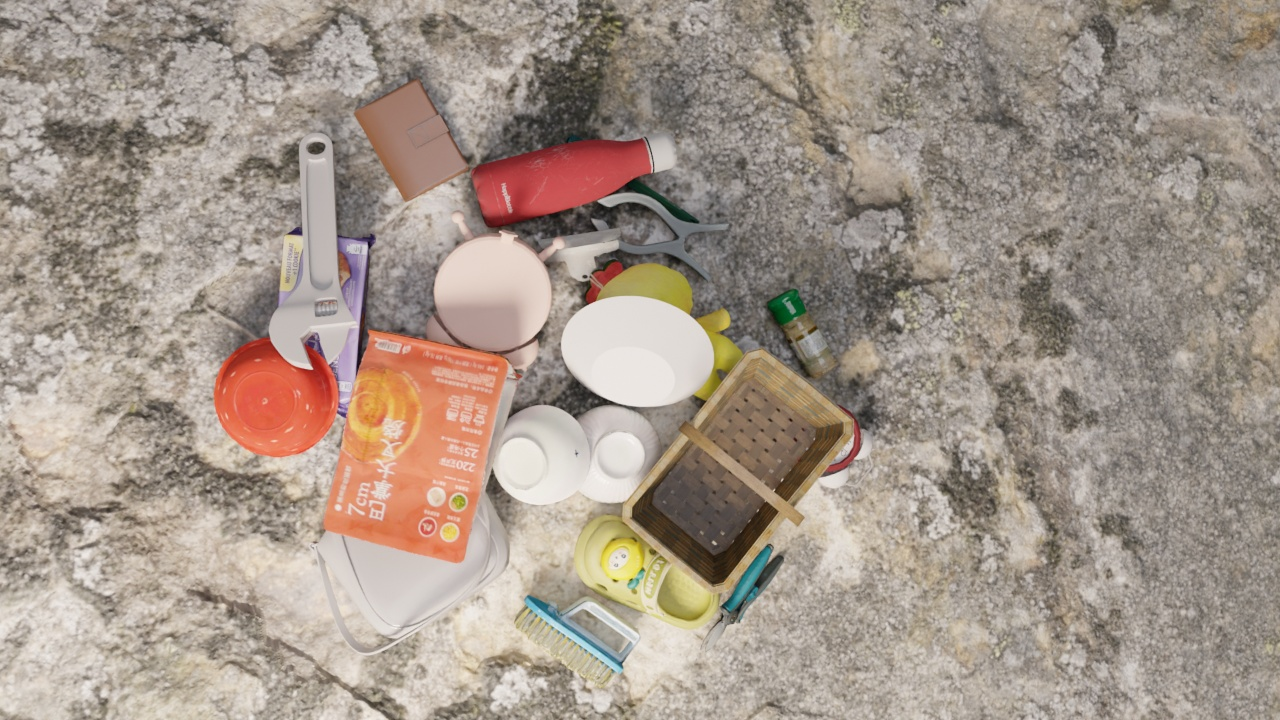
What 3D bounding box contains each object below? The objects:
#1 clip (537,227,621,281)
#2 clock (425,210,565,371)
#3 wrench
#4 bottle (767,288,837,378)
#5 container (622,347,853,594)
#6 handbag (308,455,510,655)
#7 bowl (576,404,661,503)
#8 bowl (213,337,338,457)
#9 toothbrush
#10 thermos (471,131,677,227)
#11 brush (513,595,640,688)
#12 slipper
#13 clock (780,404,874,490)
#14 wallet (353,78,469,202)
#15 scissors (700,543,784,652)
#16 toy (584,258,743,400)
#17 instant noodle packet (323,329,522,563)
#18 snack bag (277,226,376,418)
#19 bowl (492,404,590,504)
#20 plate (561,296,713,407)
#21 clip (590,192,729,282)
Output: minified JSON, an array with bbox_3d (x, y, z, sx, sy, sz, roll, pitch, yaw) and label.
[{"bbox_3d":[-0.070,-0.127,1.085,0.102,0.054,0.057,-7,73,9],"label":"clip"},{"bbox_3d":[-0.166,-0.073,1.033,0.131,0.086,0.161,14,106,-10],"label":"clock"},{"bbox_3d":[-0.354,-0.122,0.981,0.086,0.018,0.273,-7,72,-8],"label":"wrench"},{"bbox_3d":[0.200,-0.033,1.131,0.043,0.043,0.111,-31,94,-11],"label":"bottle"},{"bbox_3d":[0.107,0.121,1.007,0.157,0.186,0.250,39,89,5],"label":"container"},{"bbox_3d":[-0.272,0.183,1.012,0.215,0.096,0.222,-33,81,-12],"label":"handbag"},{"bbox_3d":[-0.028,0.110,1.069,0.118,0.062,0.118,1,87,-11],"label":"bowl"},{"bbox_3d":[-0.388,0.041,0.964,0.130,0.045,0.130,0,94,-5],"label":"bowl"},{"bbox_3d":[-0.009,-0.217,1.114,0.190,0.017,0.016,33,81,-7],"label":"toothbrush"},{"bbox_3d":[-0.073,-0.217,1.065,0.239,0.073,0.073,-16,90,-7],"label":"thermos"},{"bbox_3d":[-0.074,0.306,1.052,0.136,0.055,0.075,36,86,-7],"label":"brush"},{"bbox_3d":[0.012,0.254,1.061,0.190,0.082,0.091,31,84,-10],"label":"slipper"},{"bbox_3d":[0.233,0.101,1.128,0.124,0.044,0.087,43,80,-5],"label":"clock"},{"bbox_3d":[-0.266,-0.256,1.069,0.087,0.013,0.121,-30,93,-6],"label":"wallet"},{"bbox_3d":[0.125,0.284,1.103,0.149,0.019,0.131,-13,121,-40],"label":"scissors"},{"bbox_3d":[0.026,-0.034,1.074,0.207,0.092,0.134,35,96,-15],"label":"toy"},{"bbox_3d":[-0.237,0.092,0.986,0.164,0.084,0.220,12,77,7],"label":"instant noodle packet"},{"bbox_3d":[-0.351,-0.041,1.020,0.096,0.058,0.205,6,89,-6],"label":"snack bag"},{"bbox_3d":[-0.119,0.110,1.027,0.113,0.063,0.113,3,97,21],"label":"bowl"},{"bbox_3d":[-0.006,0.006,1.029,0.174,0.174,0.036,19,45,-9],"label":"plate"},{"bbox_3d":[0.027,-0.169,1.102,0.163,0.028,0.106,22,96,-8],"label":"clip"}]
